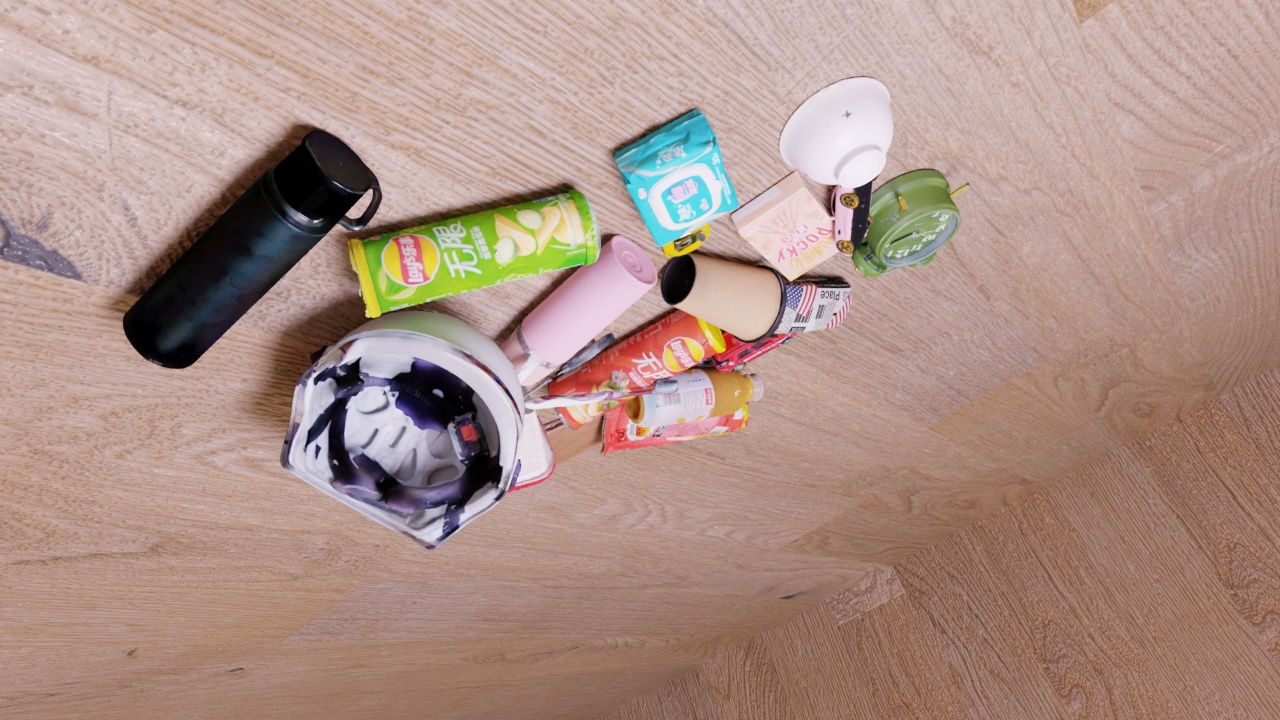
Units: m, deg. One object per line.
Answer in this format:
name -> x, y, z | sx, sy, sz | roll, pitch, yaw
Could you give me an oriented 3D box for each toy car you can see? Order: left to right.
toy car -> 0.143, -0.029, 1.174 | 0.121, 0.053, 0.045 | -30, 156, 10
toy car -> 0.230, -0.167, 0.999 | 0.056, 0.037, 0.122 | -49, 151, -24

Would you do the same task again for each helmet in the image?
helmet -> -0.220, 0.047, 0.928 | 0.229, 0.145, 0.259 | 29, 120, -11

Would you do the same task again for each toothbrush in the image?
toothbrush -> -0.044, 0.039, 1.066 | 0.187, 0.016, 0.017 | -5, 133, -17

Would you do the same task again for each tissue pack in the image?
tissue pack -> 0.037, -0.166, 0.866 | 0.093, 0.050, 0.133 | -26, 152, 6

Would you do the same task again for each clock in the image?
clock -> 0.309, -0.151, 1.077 | 0.116, 0.056, 0.162 | -12, 150, -17

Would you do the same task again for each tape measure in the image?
tape measure -> 0.044, -0.132, 0.953 | 0.057, 0.029, 0.060 | -23, 152, 1

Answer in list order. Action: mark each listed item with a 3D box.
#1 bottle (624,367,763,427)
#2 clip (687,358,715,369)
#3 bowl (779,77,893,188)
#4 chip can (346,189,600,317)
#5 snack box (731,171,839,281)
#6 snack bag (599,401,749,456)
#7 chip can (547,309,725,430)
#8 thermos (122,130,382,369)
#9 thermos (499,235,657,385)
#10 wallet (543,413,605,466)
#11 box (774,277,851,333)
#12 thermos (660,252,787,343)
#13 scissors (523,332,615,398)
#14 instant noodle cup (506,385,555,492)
bottle -> 0.073, 0.045, 1.200 | 0.189, 0.068, 0.068 | -6, 148, -26
clip -> 0.077, 0.007, 1.227 | 0.026, 0.038, 0.058 | -34, 148, 32
bowl -> 0.203, -0.208, 0.895 | 0.118, 0.064, 0.118 | -17, 152, -10
chip can -> -0.146, -0.099, 0.831 | 0.221, 0.072, 0.073 | -15, 151, -13
snack box -> 0.170, -0.145, 1.022 | 0.085, 0.026, 0.157 | -33, 150, 19
snack bag -> 0.048, 0.073, 1.275 | 0.207, 0.073, 0.129 | -4, 133, -23
chip can -> -0.007, 0.006, 1.113 | 0.217, 0.073, 0.073 | -28, 151, 12
thermos -> -0.311, -0.081, 0.747 | 0.243, 0.068, 0.090 | -34, 145, 22
thermos -> -0.074, -0.043, 0.969 | 0.199, 0.087, 0.067 | -38, 108, 27
wallet -> -0.086, 0.102, 1.278 | 0.115, 0.020, 0.101 | -22, 151, -6
box -> 0.206, -0.070, 1.137 | 0.163, 0.068, 0.052 | -5, -173, -44
thermos -> 0.095, -0.074, 1.035 | 0.143, 0.093, 0.093 | 13, 136, -37
scissors -> -0.098, 0.016, 1.041 | 0.163, 0.014, 0.164 | -31, -176, 26
instant noodle cup -> -0.168, 0.084, 1.103 | 0.116, 0.116, 0.124 | -14, 140, -16
